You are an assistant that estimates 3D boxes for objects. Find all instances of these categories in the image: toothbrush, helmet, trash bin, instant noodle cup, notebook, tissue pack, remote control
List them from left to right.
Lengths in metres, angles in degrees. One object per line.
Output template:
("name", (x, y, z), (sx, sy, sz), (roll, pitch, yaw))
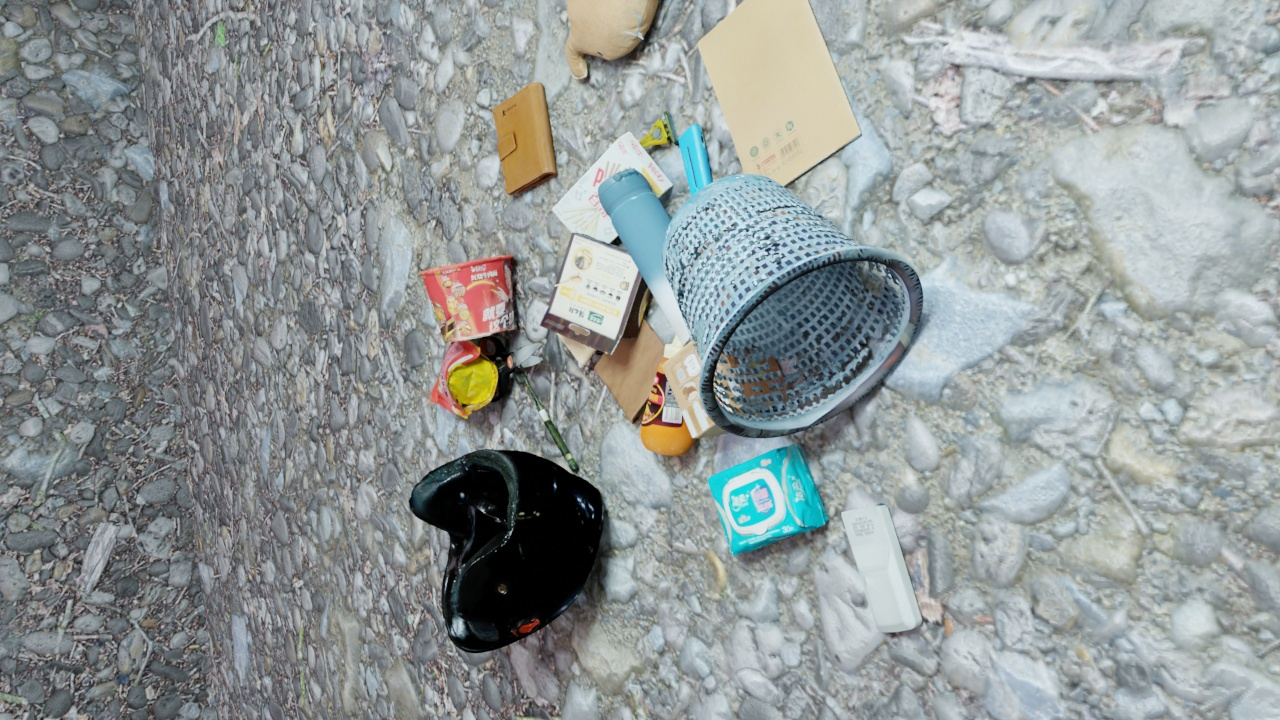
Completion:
("instant noodle cup", (-0.242, -0.089, 1.335), (0.138, 0.137, 0.108), (-4, 99, 48))
("helmet", (-0.173, 0.251, 1.218), (0.233, 0.229, 0.275), (47, 126, 52))
("toothbrush", (-0.137, 0.085, 1.315), (0.185, 0.017, 0.012), (56, 129, 28))
("tissue pack", (0.134, 0.154, 1.003), (0.134, 0.050, 0.093), (-33, 71, 45))
("trash bin", (0.124, -0.070, 0.892), (0.227, 0.226, 0.195), (-61, 39, 32))
("notebook", (0.142, -0.293, 0.977), (0.148, 0.008, 0.207), (-31, 72, 44))
("remote control", (0.239, 0.207, 0.914), (0.049, 0.024, 0.125), (-26, 75, 45))

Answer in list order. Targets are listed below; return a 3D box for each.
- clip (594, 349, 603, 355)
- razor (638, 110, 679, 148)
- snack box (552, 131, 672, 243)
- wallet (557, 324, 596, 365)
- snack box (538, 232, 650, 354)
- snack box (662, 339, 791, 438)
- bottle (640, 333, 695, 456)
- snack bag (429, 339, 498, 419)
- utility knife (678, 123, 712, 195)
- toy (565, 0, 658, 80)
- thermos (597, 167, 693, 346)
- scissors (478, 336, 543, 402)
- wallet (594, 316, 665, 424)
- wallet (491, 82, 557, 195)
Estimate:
("clip", (-0.066, -0.032, 1.222), (0.056, 0.024, 0.026), (43, 127, 31))
("razor", (-0.004, -0.254, 1.129), (0.133, 0.028, 0.043), (-29, 77, 47))
("snack box", (-0.038, -0.203, 1.146), (0.084, 0.026, 0.157), (50, 134, -3))
("wallet", (-0.065, -0.065, 1.196), (0.115, 0.024, 0.087), (-53, 57, 21))
("snack box", (-0.051, -0.083, 1.141), (0.113, 0.053, 0.126), (23, 101, 25))
("snack box", (0.094, 0.022, 1.012), (0.093, 0.076, 0.094), (-40, 64, 42))
("bottle", (0.041, 0.036, 1.089), (0.067, 0.066, 0.149), (15, 98, 46))
("snack bag", (-0.284, 0.020, 1.413), (0.208, 0.073, 0.128), (17, 99, 64))
("utility knife", (0.076, -0.170, 1.056), (0.034, 0.018, 0.203), (-16, 84, 47))
("toy", (-0.039, -0.432, 1.113), (0.143, 0.082, 0.227), (56, 134, 34))
("thermos", (0.023, -0.122, 1.060), (0.070, 0.070, 0.220), (-41, 74, 42))
("scissors", (-0.195, -0.010, 1.337), (0.235, 0.021, 0.161), (-53, 51, 49))
("wallet", (-0.007, 0.007, 1.165), (0.101, 0.020, 0.116), (54, 127, 30))
("wallet", (-0.164, -0.311, 1.294), (0.108, 0.031, 0.131), (-14, 83, 46))
